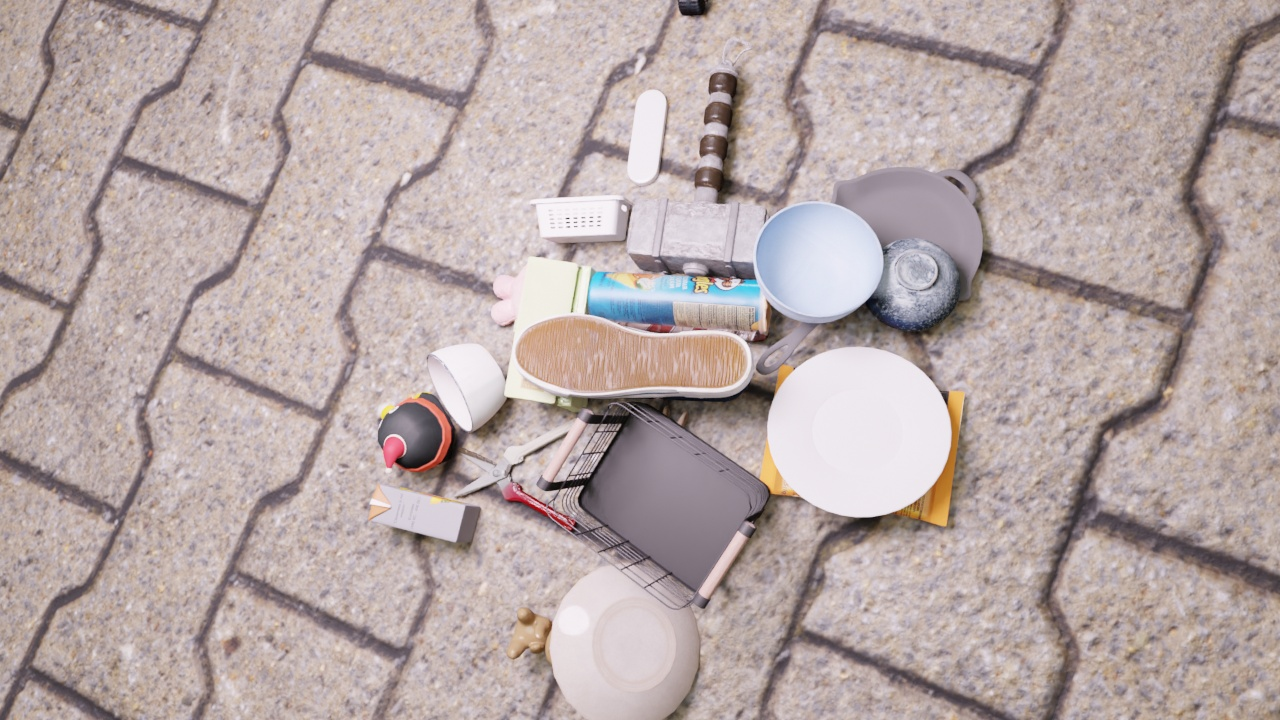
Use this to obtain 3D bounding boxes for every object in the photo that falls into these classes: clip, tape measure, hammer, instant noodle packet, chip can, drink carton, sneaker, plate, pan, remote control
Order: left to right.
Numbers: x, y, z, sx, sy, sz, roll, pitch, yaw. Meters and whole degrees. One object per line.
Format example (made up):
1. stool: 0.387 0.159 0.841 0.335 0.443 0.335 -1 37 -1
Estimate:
1. drink carton: -0.281 0.199 1.196 0.125 0.076 0.048 11 82 11
2. plate: -0.012 0.332 1.073 0.188 0.027 0.188 7 70 -21
3. sneaker: -0.007 0.007 1.126 0.295 0.127 0.120 5 72 10
4. remote control: 0.010 -0.305 1.255 0.043 0.013 0.136 5 80 15
5. clip: 0.046 0.088 1.165 0.041 0.024 0.060 3 88 17
6. chip can: 0.052 -0.070 1.166 0.230 0.080 0.079 5 80 15
7. tape measure: 0.073 -0.504 1.252 0.038 0.063 0.067 3 42 14
8. hammer: 0.093 -0.267 1.194 0.177 0.079 0.326 6 80 15
9. plate: 0.255 0.082 1.079 0.209 0.015 0.208 -4 67 10
10. instant noodle packet: 0.264 0.099 1.103 0.221 0.032 0.159 9 79 15
11. pan: 0.275 -0.104 1.134 0.354 0.024 0.216 -43 73 -3

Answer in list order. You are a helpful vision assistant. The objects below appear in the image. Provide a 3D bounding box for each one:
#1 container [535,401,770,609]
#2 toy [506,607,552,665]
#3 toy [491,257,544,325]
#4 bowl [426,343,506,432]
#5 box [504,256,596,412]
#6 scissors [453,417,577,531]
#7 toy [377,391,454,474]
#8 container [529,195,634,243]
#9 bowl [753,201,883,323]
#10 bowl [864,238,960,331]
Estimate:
1. container: 0.020 0.166 1.085 0.241 0.130 0.163 34 97 17
2. toy: -0.101 0.338 1.116 0.108 0.106 0.134 14 86 5
3. toy: -0.155 -0.084 1.235 0.105 0.053 0.108 -4 79 28
4. bowl: -0.222 0.030 1.199 0.065 0.117 0.116 -29 71 -25
5. box: -0.099 -0.032 1.177 0.064 0.130 0.188 -7 71 57
6. scissors: -0.148 0.139 1.205 0.199 0.015 0.179 32 89 18
7. toy: -0.297 0.097 1.196 0.099 0.119 0.097 43 95 11
8. container: -0.076 -0.186 1.222 0.129 0.080 0.049 0 90 14
9. bowl: 0.204 -0.105 1.088 0.150 0.075 0.150 0 69 0
10. bowl: 0.320 -0.097 1.080 0.114 0.061 0.114 -3 75 10
